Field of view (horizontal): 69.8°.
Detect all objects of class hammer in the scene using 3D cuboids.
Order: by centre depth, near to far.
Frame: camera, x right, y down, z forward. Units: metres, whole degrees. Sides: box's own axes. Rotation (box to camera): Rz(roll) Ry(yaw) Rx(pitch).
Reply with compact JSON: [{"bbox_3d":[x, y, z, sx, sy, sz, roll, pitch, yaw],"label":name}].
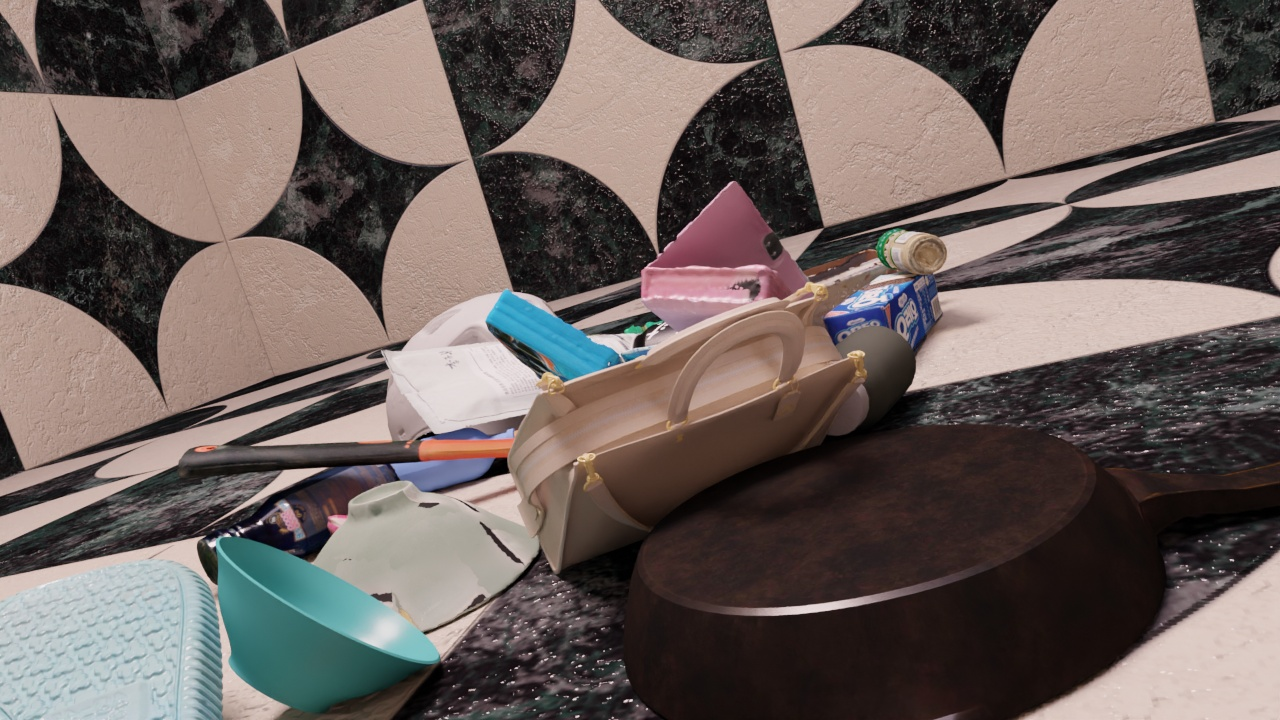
[{"bbox_3d":[-0.191,0.075,0.740,0.333,0.033,0.133,-2,8,-9],"label":"hammer"}]

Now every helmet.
[{"bbox_3d":[-0.188,0.026,1.099,0.223,0.183,0.283,-18,-12,-37],"label":"helmet"}]

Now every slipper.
[{"bbox_3d":[-0.236,0.170,0.400,0.115,0.069,0.276,-19,24,-23],"label":"slipper"}]

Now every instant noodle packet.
[{"bbox_3d":[-0.106,0.018,0.918,0.268,0.057,0.147,-8,32,-33],"label":"instant noodle packet"}]

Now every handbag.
[{"bbox_3d":[0.026,0.025,0.493,0.194,0.101,0.198,-19,-21,-19],"label":"handbag"}]

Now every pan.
[{"bbox_3d":[0.158,0.064,0.391,0.356,0.043,0.248,-15,9,9],"label":"pan"}]

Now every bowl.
[{"bbox_3d":[-0.162,0.136,0.445,0.046,0.121,0.121,-60,21,-11],"label":"bowl"},{"bbox_3d":[-0.156,0.114,0.580,0.174,0.068,0.174,-15,10,3],"label":"bowl"}]

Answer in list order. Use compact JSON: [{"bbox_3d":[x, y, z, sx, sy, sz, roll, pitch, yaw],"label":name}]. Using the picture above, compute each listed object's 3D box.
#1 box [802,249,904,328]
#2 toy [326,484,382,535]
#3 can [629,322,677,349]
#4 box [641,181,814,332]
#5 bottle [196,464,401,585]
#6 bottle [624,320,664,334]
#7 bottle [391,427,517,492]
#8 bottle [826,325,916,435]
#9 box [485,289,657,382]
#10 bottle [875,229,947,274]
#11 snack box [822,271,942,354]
[{"bbox_3d":[0.196,-0.072,1.014,0.216,0.095,0.107,-20,34,-18],"label":"box"},{"bbox_3d":[-0.187,0.116,0.705,0.103,0.050,0.065,-4,10,35],"label":"toy"},{"bbox_3d":[0.070,-0.007,0.877,0.146,0.080,0.080,-13,10,22],"label":"can"},{"bbox_3d":[0.087,-0.049,0.684,0.099,0.098,0.232,5,-13,27],"label":"box"},{"bbox_3d":[-0.271,0.128,0.740,0.056,0.056,0.160,-7,13,45],"label":"bottle"},{"bbox_3d":[0.085,-0.048,1.145,0.209,0.068,0.068,-17,9,-2],"label":"bottle"},{"bbox_3d":[-0.165,0.087,0.829,0.131,0.048,0.048,-16,9,3],"label":"bottle"},{"bbox_3d":[0.154,0.015,0.652,0.060,0.060,0.108,-10,10,34],"label":"bottle"},{"bbox_3d":[-0.006,0.019,0.689,0.174,0.063,0.243,8,-12,8],"label":"box"},{"bbox_3d":[0.264,-0.106,0.895,0.042,0.043,0.110,-16,10,2],"label":"bottle"},{"bbox_3d":[0.234,-0.042,0.865,0.060,0.059,0.225,-11,10,30],"label":"snack box"}]
